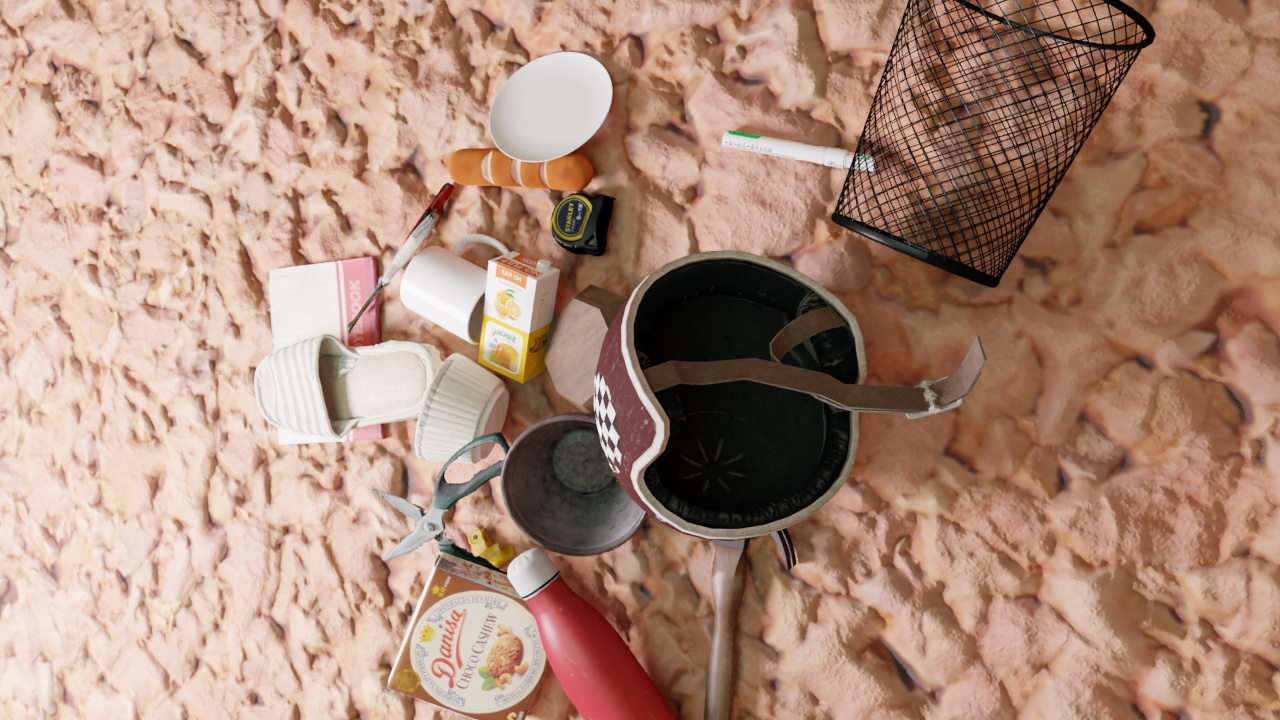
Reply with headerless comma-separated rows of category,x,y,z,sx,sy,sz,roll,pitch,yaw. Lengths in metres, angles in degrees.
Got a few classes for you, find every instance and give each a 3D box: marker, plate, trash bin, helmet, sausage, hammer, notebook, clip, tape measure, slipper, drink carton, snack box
marker,0.147,-0.195,0.855,0.146,0.017,0.017,16,95,22
plate,-0.091,-0.257,0.936,0.135,0.011,0.134,-7,65,16
trash bin,0.262,-0.182,0.729,0.184,0.183,0.210,27,105,20
helmet,0.082,0.028,0.758,0.233,0.254,0.233,-19,56,-18
plate,-0.052,-0.008,0.902,0.132,0.025,0.131,-1,89,45
sausage,-0.123,-0.198,0.949,0.164,0.044,0.039,7,118,22
hammer,0.079,0.286,0.873,0.115,0.033,0.323,5,92,24
notebook,-0.364,-0.010,1.063,0.153,0.012,0.208,-5,88,22
clip,-0.167,0.203,0.974,0.054,0.046,0.048,-39,101,19
tape measure,-0.060,-0.138,0.929,0.061,0.034,0.061,11,85,18
slipper,-0.329,0.027,1.006,0.273,0.054,0.114,-3,93,27
drink carton,-0.123,-0.047,0.927,0.058,0.040,0.123,24,120,22
snack box,-0.163,0.287,0.934,0.147,0.041,0.143,22,100,-6

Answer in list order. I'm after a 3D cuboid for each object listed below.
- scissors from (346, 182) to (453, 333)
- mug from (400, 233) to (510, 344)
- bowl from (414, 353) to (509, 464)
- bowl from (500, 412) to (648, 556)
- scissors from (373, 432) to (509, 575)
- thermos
scissors,-0.250,-0.113,0.972,0.015,0.180,0.198,35,72,-18
mug,-0.182,-0.083,0.965,0.090,0.074,0.110,28,74,20
bowl,-0.178,0.056,0.940,0.062,0.115,0.115,18,96,6
bowl,-0.058,0.111,0.896,0.145,0.067,0.145,1,106,4
scissors,-0.169,0.173,0.931,0.202,0.015,0.205,-38,107,20
thermos,-0.048,0.286,0.878,0.073,0.073,0.240,-34,89,18
